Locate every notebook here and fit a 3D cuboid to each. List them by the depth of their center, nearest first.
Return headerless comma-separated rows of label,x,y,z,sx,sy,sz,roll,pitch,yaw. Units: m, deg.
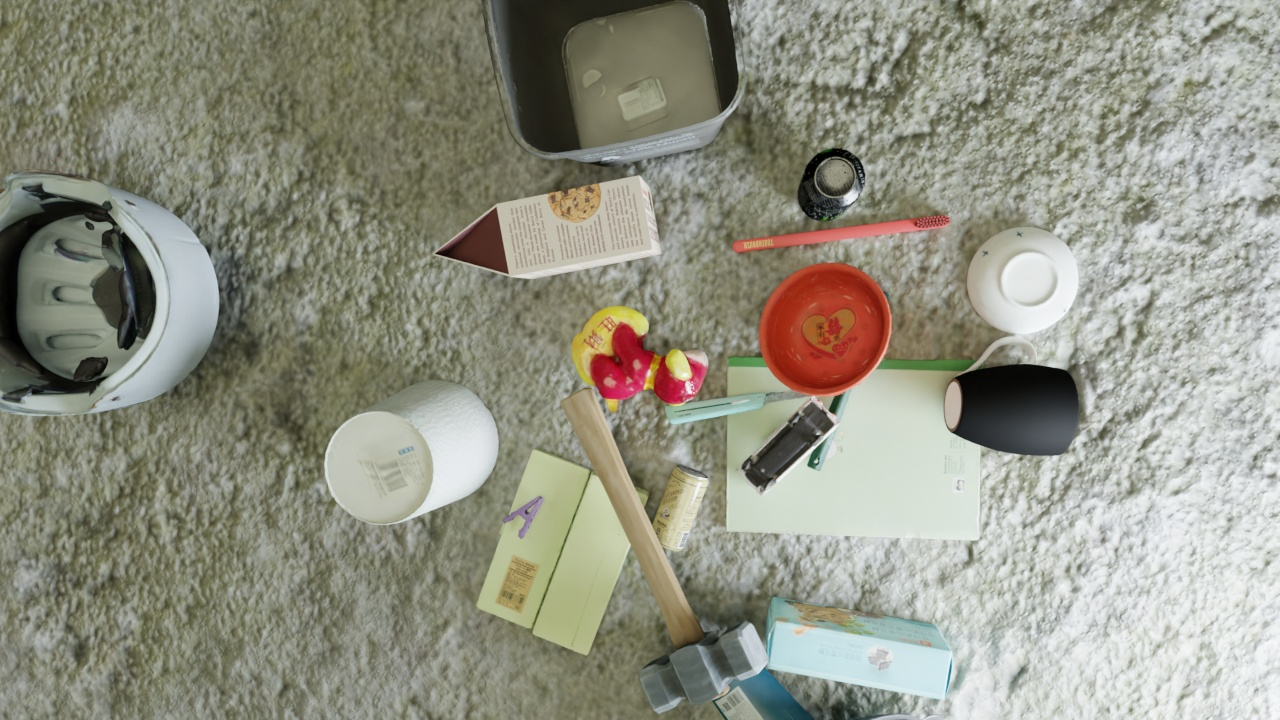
notebook,0.213,0.087,0.924,0.253,0.010,0.182,1,94,7

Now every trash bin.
trash bin,-0.012,-0.272,0.819,0.197,0.220,0.197,-10,93,7
trash bin,-0.225,0.091,0.900,0.133,0.161,0.133,0,94,7

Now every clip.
clip,-0.124,0.159,0.952,0.046,0.014,0.050,15,97,16

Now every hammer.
hammer,0.003,0.177,0.903,0.117,0.051,0.322,-29,79,20

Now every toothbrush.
toothbrush,0.197,-0.125,0.906,0.213,0.018,0.012,-6,93,7
toothbrush,0.206,0.020,0.907,0.016,0.017,0.190,21,94,6

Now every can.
can,0.174,-0.159,0.846,0.054,0.137,0.054,0,93,7
can,0.039,0.150,0.934,0.038,0.038,0.079,21,96,5

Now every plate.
plate,0.371,-0.078,0.884,0.104,0.026,0.104,0,93,7

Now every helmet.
helmet,-0.551,-0.063,0.930,0.264,0.163,0.236,2,90,13

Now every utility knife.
utility knife,0.110,0.042,0.917,0.177,0.016,0.022,-10,59,15

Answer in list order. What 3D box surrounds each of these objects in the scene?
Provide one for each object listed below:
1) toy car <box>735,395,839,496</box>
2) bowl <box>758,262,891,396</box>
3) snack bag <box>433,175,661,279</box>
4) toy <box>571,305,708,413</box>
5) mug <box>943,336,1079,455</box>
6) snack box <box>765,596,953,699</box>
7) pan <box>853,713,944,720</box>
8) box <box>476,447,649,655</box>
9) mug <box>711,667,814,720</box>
toy car,0.147,0.084,0.907,0.039,0.039,0.113,46,117,10
bowl,0.183,-0.026,0.887,0.131,0.045,0.130,-7,76,29
snack bag,-0.091,-0.121,0.903,0.206,0.094,0.070,-10,93,7
toy,-0.005,0.005,0.918,0.137,0.067,0.105,23,80,7
mug,0.344,0.030,0.870,0.100,0.085,0.118,4,63,0
snack box,0.211,0.282,0.905,0.175,0.075,0.053,7,95,7
pan,0.145,0.442,0.883,0.354,0.024,0.217,-30,128,-11
box,-0.084,0.200,0.963,0.137,0.024,0.187,23,96,8
mug,0.119,0.352,0.923,0.078,0.078,0.121,-41,84,8
